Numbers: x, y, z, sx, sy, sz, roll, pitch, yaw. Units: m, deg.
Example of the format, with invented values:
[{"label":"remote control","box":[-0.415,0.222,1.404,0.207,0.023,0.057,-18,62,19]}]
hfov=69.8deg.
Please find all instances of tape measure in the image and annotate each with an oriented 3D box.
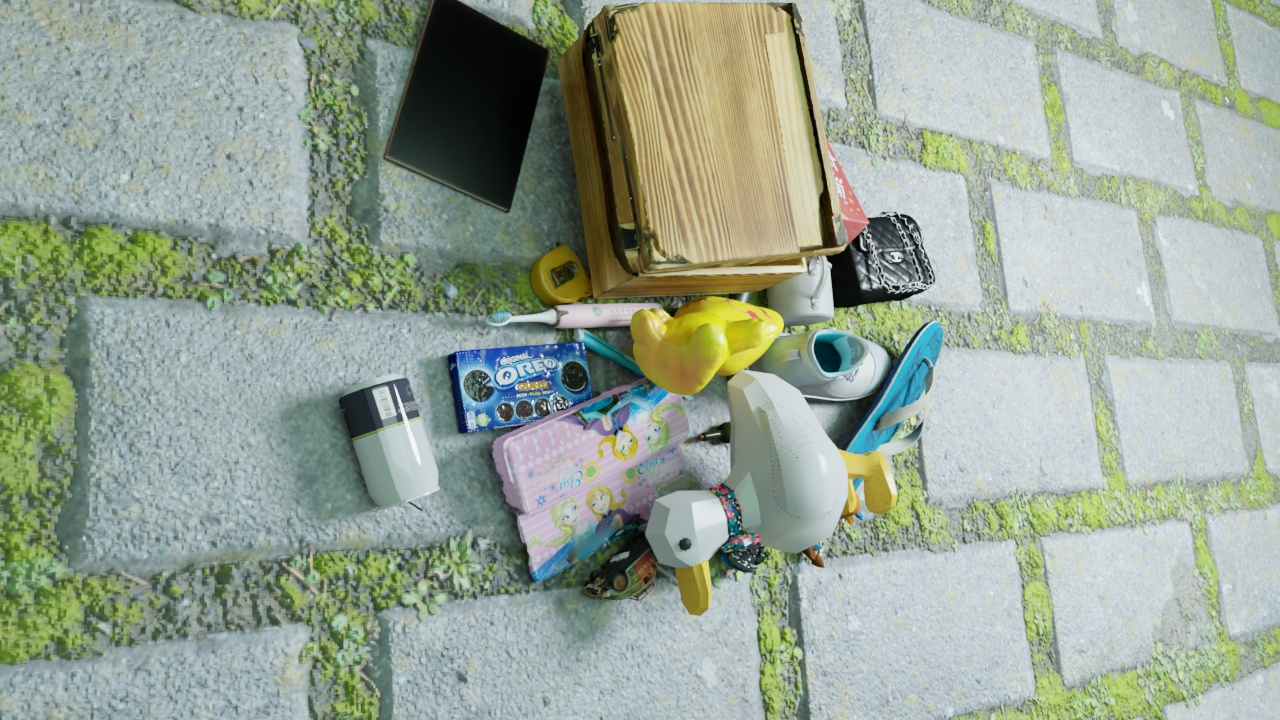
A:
[{"label":"tape measure","box":[-0.088,-0.090,0.990,0.058,0.030,0.068,-32,97,-36]}]

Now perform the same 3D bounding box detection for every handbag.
[{"label":"handbag","box":[0.323,-0.143,1.221,0.153,0.115,0.125,-10,83,-30]}]

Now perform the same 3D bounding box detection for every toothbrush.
[{"label":"toothbrush","box":[-0.066,-0.047,0.985,0.222,0.027,0.027,-4,64,-39]}]

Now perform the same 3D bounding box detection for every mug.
[{"label":"mug","box":[0.202,-0.086,1.130,0.084,0.113,0.070,-2,82,-16]}]

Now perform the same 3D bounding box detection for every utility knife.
[{"label":"utility knife","box":[-0.006,0.006,1.033,0.168,0.015,0.022,29,34,-27]}]

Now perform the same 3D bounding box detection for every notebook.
[{"label":"notebook","box":[-0.180,-0.278,0.984,0.141,0.008,0.208,21,69,-28]}]

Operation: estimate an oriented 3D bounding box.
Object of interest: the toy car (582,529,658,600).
[{"label":"toy car","box":[-0.008,0.222,0.963,0.111,0.047,0.047,-38,110,-29]}]

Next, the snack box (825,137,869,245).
[{"label":"snack box","box":[0.183,-0.246,1.135,0.113,0.060,0.236,2,56,-33]}]

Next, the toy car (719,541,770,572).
[{"label":"toy car","box":[0.125,0.185,1.059,0.056,0.044,0.120,32,61,-24]}]

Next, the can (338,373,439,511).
[{"label":"can","box":[-0.227,0.080,0.840,0.064,0.064,0.127,-18,89,-35]}]

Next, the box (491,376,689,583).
[{"label":"box","box":[-0.036,0.118,0.960,0.229,0.035,0.159,-22,105,-36]}]

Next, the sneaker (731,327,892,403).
[{"label":"sneaker","box":[0.247,0.000,1.111,0.256,0.161,0.093,-1,80,-32]}]

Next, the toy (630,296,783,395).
[{"label":"toy","box":[0.076,-0.019,0.993,0.193,0.135,0.087,-25,119,-63]}]

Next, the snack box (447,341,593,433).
[{"label":"snack box","box":[-0.120,0.025,0.944,0.150,0.027,0.082,-7,85,-35]}]

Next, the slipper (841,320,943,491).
[{"label":"slipper","box":[0.336,0.074,1.186,0.294,0.060,0.118,-50,148,-26]}]

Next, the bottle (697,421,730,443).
[{"label":"bottle","box":[0.110,0.084,1.084,0.105,0.025,0.025,-6,83,-34]}]

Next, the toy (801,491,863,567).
[{"label":"toy","box":[0.224,0.195,1.096,0.070,0.090,0.103,-20,91,-66]}]

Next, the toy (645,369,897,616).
[{"label":"toy","box":[0.127,0.133,0.968,0.267,0.141,0.246,-1,81,-21]}]

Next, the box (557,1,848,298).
[{"label":"box","box":[0.055,-0.222,0.979,0.246,0.176,0.279,-5,84,-30]}]

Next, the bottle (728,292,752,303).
[{"label":"bottle","box":[0.129,-0.115,1.124,0.055,0.055,0.174,25,68,-27]}]
